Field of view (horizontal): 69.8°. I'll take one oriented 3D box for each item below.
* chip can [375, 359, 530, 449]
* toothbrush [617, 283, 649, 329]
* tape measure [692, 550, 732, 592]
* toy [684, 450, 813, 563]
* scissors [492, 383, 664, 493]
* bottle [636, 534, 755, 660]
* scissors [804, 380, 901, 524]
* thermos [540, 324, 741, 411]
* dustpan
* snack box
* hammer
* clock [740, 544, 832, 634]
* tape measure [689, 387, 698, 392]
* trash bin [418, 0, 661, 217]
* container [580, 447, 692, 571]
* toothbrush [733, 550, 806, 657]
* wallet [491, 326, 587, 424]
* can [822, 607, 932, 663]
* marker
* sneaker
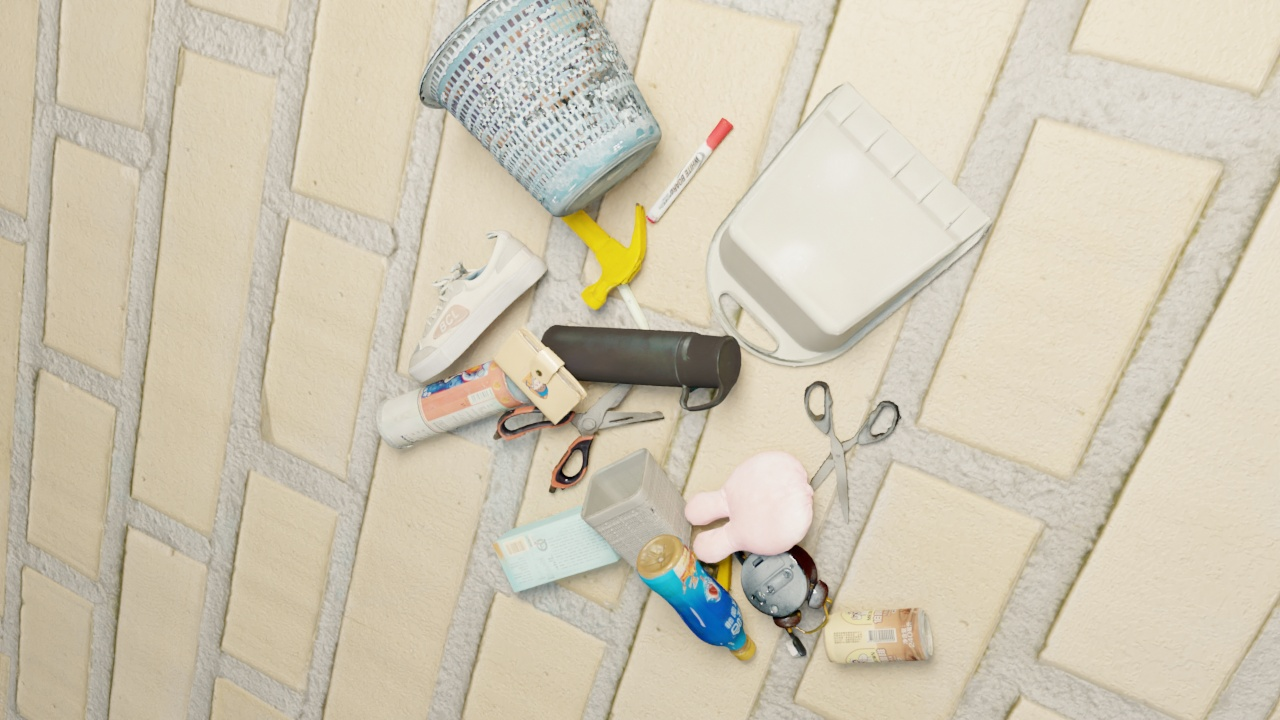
[{"bbox_3d":[-0.244,0.055,1.207,0.215,0.071,0.071,-19,95,25],"label":"chip can"},{"bbox_3d":[-0.008,-0.059,1.113,0.189,0.020,0.029,64,158,-1],"label":"toothbrush"},{"bbox_3d":[0.087,0.258,1.145,0.057,0.028,0.060,7,105,21],"label":"tape measure"},{"bbox_3d":[0.128,0.174,1.078,0.160,0.054,0.121,-24,58,21],"label":"toy"},{"bbox_3d":[-0.082,0.086,1.159,0.189,0.015,0.228,23,118,-4],"label":"scissors"},{"bbox_3d":[0.075,0.293,1.097,0.065,0.065,0.219,-21,126,25],"label":"bottle"},{"bbox_3d":[0.232,0.103,1.061,0.160,0.014,0.180,-23,95,27],"label":"scissors"},{"bbox_3d":[-0.006,0.006,1.070,0.243,0.068,0.090,5,75,33],"label":"thermos"},{"bbox_3d":[0.199,-0.124,1.020,0.257,0.143,0.222,-43,84,-5],"label":"dustpan"},{"bbox_3d":[-0.105,0.242,1.206,0.175,0.051,0.074,-22,95,26],"label":"snack box"},{"bbox_3d":[-0.111,-0.205,1.104,0.300,0.032,0.129,45,101,10],"label":"hammer"},{"bbox_3d":[0.173,0.268,1.087,0.082,0.055,0.122,-45,70,22],"label":"clock"},{"bbox_3d":[0.063,0.008,1.097,0.055,0.025,0.058,-18,95,23],"label":"tape measure"},{"bbox_3d":[-0.091,-0.272,0.990,0.227,0.226,0.195,-36,93,25],"label":"trash bin"},{"bbox_3d":[0.001,0.186,1.115,0.090,0.090,0.114,-28,114,25],"label":"container"},{"bbox_3d":[0.151,0.289,1.134,0.018,0.015,0.181,-31,90,34],"label":"toothbrush"},{"bbox_3d":[-0.121,0.018,1.104,0.115,0.024,0.088,48,135,0],"label":"wallet"},{"bbox_3d":[0.275,0.321,1.067,0.116,0.058,0.058,-11,98,24],"label":"can"},{"bbox_3d":[0.054,-0.216,1.052,0.017,0.017,0.145,44,114,7],"label":"marker"},{"bbox_3d":[-0.229,-0.069,1.158,0.243,0.089,0.091,-41,101,21],"label":"sneaker"}]
